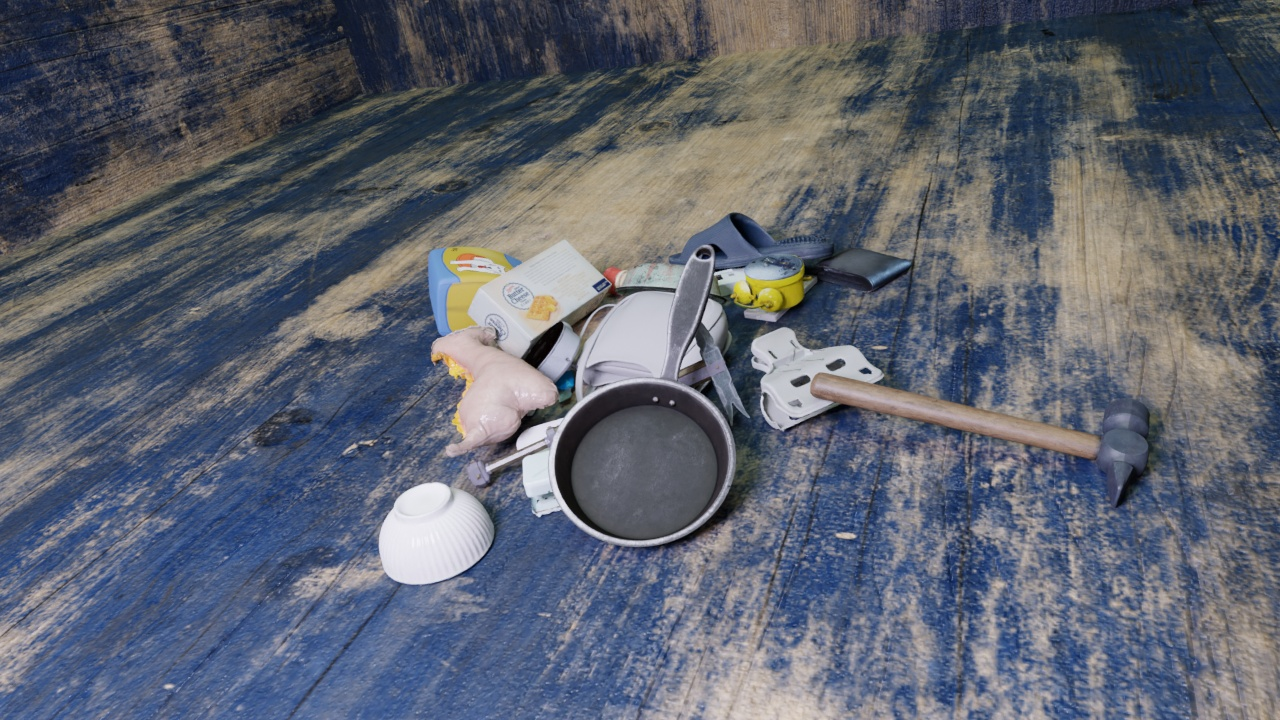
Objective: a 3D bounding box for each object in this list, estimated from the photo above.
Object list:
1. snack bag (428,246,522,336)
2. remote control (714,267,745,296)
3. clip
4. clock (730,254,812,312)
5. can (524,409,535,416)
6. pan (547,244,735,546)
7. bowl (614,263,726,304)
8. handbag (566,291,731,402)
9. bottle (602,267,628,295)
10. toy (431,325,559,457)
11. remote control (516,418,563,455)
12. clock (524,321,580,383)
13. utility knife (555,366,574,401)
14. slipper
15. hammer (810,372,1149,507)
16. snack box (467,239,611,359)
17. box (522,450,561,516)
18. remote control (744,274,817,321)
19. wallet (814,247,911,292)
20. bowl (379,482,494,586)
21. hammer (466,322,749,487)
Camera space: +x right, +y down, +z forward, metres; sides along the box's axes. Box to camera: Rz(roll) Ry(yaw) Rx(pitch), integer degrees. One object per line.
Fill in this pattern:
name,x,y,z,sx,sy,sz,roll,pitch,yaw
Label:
snack bag,-0.220,-0.111,1.432,0.205,0.102,0.159,-3,25,-16
remote control,0.133,-0.120,1.380,0.143,0.024,0.049,-12,28,-2
clip,0.188,0.028,1.058,0.126,0.097,0.152,-21,26,-20
clock,0.179,-0.104,1.271,0.118,0.057,0.083,-32,35,-31
can,-0.174,0.054,1.164,0.081,0.031,0.031,1,30,22
pan,0.025,0.030,0.962,0.187,0.055,0.355,12,60,14
bowl,0.044,-0.108,1.288,0.157,0.038,0.157,6,-3,0
handbag,-0.007,0.007,1.171,0.216,0.096,0.222,10,47,37
bottle,-0.009,-0.116,1.407,0.109,0.044,0.044,14,37,39
toy,-0.212,0.025,1.131,0.195,0.065,0.265,-29,34,-31
remote control,-0.077,0.085,1.068,0.136,0.013,0.043,-16,55,-3
clock,-0.119,-0.007,1.207,0.095,0.035,0.122,-48,17,13
utility knife,-0.106,0.011,1.234,0.031,0.015,0.178,-14,26,1
slipper,0.165,-0.186,1.399,0.264,0.082,0.101,0,10,31
hammer,0.327,0.059,0.916,0.322,0.040,0.129,13,40,24
snack box,-0.142,-0.090,1.322,0.104,0.058,0.207,44,41,5
box,-0.028,0.108,0.993,0.199,0.066,0.083,-15,47,-4
remote control,0.202,-0.093,1.316,0.050,0.011,0.135,10,35,35
wallet,0.322,-0.136,1.338,0.089,0.026,0.115,-27,32,-30
bowl,-0.214,0.166,0.936,0.118,0.062,0.118,-9,28,5
hammer,-0.050,0.062,1.032,0.317,0.147,0.028,-25,12,-2
